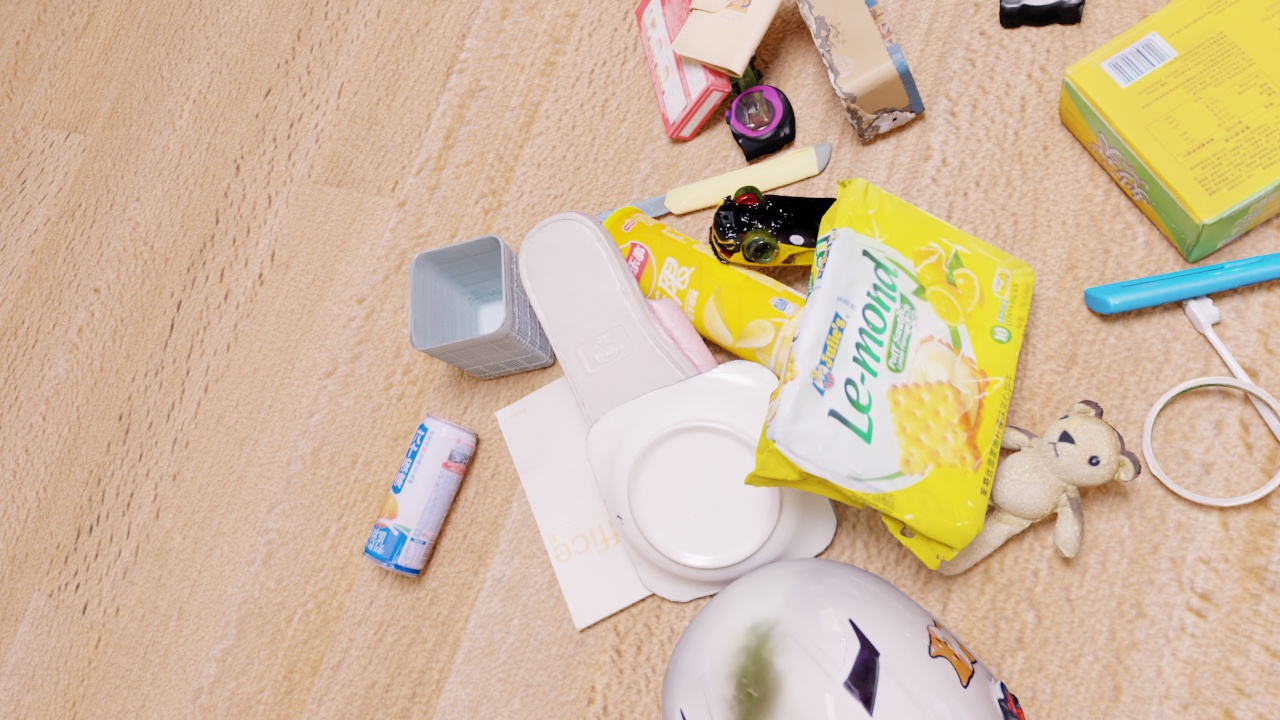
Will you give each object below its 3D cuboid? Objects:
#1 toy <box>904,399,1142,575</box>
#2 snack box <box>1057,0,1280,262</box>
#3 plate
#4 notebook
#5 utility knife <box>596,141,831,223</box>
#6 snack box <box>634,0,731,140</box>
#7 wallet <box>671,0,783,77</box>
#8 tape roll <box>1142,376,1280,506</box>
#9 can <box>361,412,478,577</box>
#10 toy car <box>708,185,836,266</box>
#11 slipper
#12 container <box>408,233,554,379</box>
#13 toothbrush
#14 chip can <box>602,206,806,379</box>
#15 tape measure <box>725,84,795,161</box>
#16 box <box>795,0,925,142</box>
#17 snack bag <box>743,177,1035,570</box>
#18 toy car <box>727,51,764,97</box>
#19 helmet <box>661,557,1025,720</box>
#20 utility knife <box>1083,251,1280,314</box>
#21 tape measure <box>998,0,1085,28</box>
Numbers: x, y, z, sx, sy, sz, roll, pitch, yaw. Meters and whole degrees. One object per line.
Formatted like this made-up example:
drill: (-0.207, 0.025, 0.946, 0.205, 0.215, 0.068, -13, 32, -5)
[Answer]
toy: (0.255, 0.090, 0.627, 0.157, 0.066, 0.105, -39, 48, 21)
snack box: (0.435, -0.192, 0.645, 0.210, 0.070, 0.157, -32, 64, 9)
plate: (0.049, 0.095, 0.678, 0.164, 0.034, 0.164, -23, 94, 15)
notebook: (-0.028, 0.098, 0.764, 0.146, 0.010, 0.206, -29, 65, 9)
utility knife: (0.062, -0.151, 0.806, 0.216, 0.022, 0.031, -12, 68, 10)
snack box: (0.036, -0.284, 0.833, 0.075, 0.025, 0.152, -43, 53, 51)
wallet: (0.078, -0.299, 0.764, 0.087, 0.024, 0.115, 32, 97, 37)
tape roll: (0.382, 0.053, 0.608, 0.086, 0.014, 0.085, -8, 74, 31)
can: (-0.190, 0.116, 0.799, 0.053, 0.053, 0.134, 18, 80, 25)
toy car: (0.133, -0.102, 0.728, 0.156, 0.041, 0.071, -1, 47, -6)
slipper: (-0.004, 0.004, 0.729, 0.114, 0.054, 0.274, -34, 85, 19)
container: (-0.132, -0.039, 0.794, 0.090, 0.111, 0.089, -11, 68, 17)
toothbrush: (0.419, 0.031, 0.609, 0.016, 0.016, 0.180, -24, 65, 6)
chip can: (0.059, -0.054, 0.747, 0.213, 0.072, 0.072, 30, 85, 26)
tape measure: (0.105, -0.209, 0.796, 0.057, 0.039, 0.057, -21, 67, 14)
box: (0.173, -0.279, 0.766, 0.062, 0.089, 0.184, -22, 67, 20)
snack bag: (0.174, 0.003, 0.636, 0.158, 0.068, 0.246, 25, 67, -8)
toy car: (0.084, -0.279, 0.825, 0.036, 0.043, 0.091, -19, 66, 15)
helmet: (0.122, 0.252, 0.575, 0.230, 0.157, 0.274, -36, 64, 7)
utility knife: (0.426, -0.064, 0.631, 0.219, 0.034, 0.018, -12, 108, 16)
tape measure: (0.328, -0.306, 0.745, 0.066, 0.033, 0.066, 8, 78, 21)
